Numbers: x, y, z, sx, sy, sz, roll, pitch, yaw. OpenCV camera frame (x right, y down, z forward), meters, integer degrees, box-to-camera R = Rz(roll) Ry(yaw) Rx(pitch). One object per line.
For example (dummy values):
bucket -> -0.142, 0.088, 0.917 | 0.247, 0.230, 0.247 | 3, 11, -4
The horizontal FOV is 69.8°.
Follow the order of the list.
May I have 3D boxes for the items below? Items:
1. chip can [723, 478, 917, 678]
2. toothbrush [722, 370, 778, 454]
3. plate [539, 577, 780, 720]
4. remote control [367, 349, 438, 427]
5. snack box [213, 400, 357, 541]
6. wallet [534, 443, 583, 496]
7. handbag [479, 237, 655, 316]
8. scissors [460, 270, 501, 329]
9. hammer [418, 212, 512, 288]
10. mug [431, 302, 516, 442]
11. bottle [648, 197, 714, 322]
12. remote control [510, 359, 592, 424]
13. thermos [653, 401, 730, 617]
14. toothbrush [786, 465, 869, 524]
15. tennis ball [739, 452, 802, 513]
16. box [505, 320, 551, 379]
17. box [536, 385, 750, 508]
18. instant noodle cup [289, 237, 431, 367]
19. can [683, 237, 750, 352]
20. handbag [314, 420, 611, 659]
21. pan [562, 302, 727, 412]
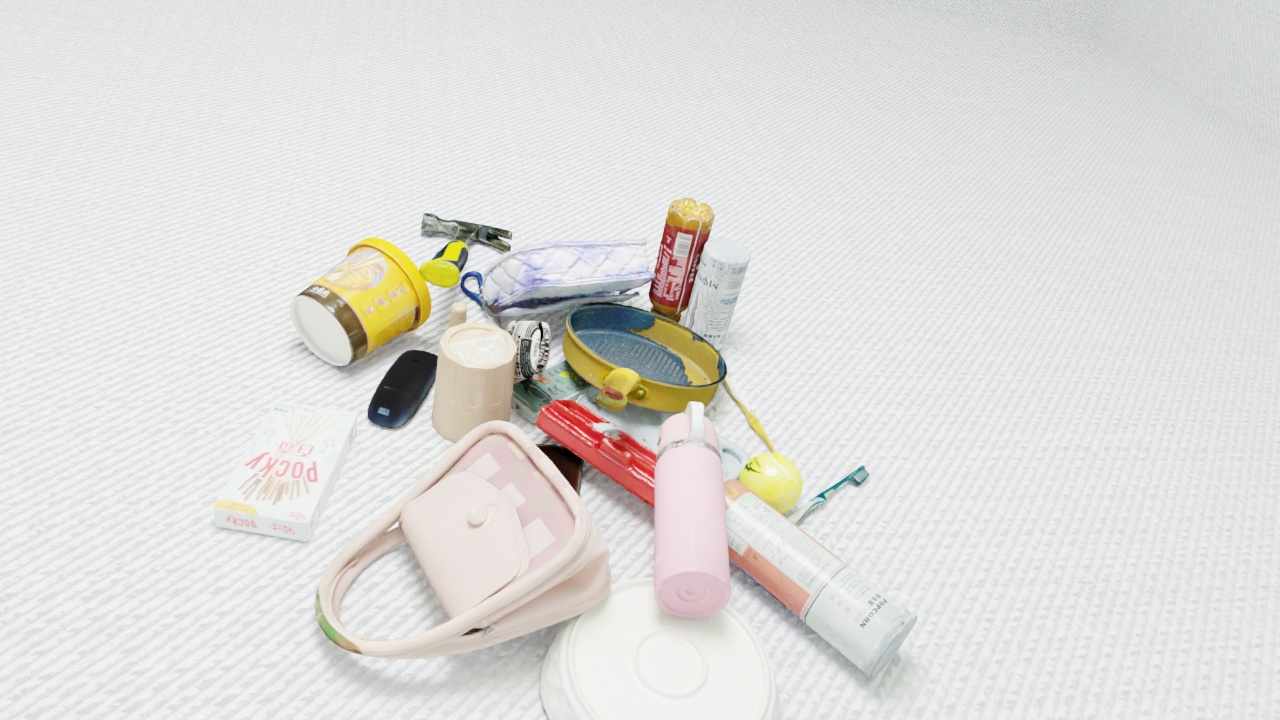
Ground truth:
chip can -> 0.149, 0.199, 0.863 | 0.215, 0.071, 0.071 | 36, 42, 28
toothbrush -> 0.127, 0.069, 1.077 | 0.018, 0.016, 0.191 | -11, 43, -16
plate -> 0.021, 0.263, 0.762 | 0.205, 0.046, 0.204 | 8, 36, -6
remote control -> -0.257, 0.024, 1.008 | 0.053, 0.024, 0.136 | 13, 36, 1
snack box -> -0.335, 0.101, 0.880 | 0.084, 0.027, 0.156 | 10, 36, -5
wallet -> -0.108, 0.127, 0.925 | 0.096, 0.020, 0.122 | 9, 34, -5
handbag -> -0.087, -0.101, 1.140 | 0.193, 0.134, 0.075 | -8, 85, -33
scissors -> -0.178, -0.063, 1.160 | 0.132, 0.012, 0.172 | -18, 49, -36
hammer -> -0.226, -0.138, 1.142 | 0.126, 0.032, 0.323 | 9, 16, -9
mug -> -0.182, 0.011, 0.981 | 0.084, 0.104, 0.124 | -7, 41, -25
bottle -> 0.046, -0.116, 1.161 | 0.057, 0.175, 0.057 | 9, 37, -7
remote control -> -0.091, 0.028, 1.058 | 0.056, 0.019, 0.134 | 36, 42, 28
thermos -> 0.047, 0.125, 0.832 | 0.067, 0.087, 0.198 | 8, 41, -4
toothbrush -> 0.191, 0.154, 0.984 | 0.191, 0.016, 0.018 | -24, 61, -40
tennis ball -> 0.136, 0.129, 0.957 | 0.065, 0.066, 0.065 | 9, 37, -7
box -> -0.130, -0.013, 1.010 | 0.052, 0.068, 0.164 | -9, 3, -18
box -> 0.003, 0.090, 0.982 | 0.201, 0.058, 0.160 | 31, 29, 21
instant noodle cup -> -0.317, -0.060, 1.031 | 0.118, 0.119, 0.114 | 27, 47, 18
can -> 0.092, -0.078, 1.149 | 0.058, 0.147, 0.058 | 9, 37, -7
handbag -> -0.160, 0.168, 0.784 | 0.233, 0.093, 0.193 | -28, 41, -18
pan -> -0.006, 0.006, 0.999 | 0.198, 0.078, 0.356 | 21, 23, 3
